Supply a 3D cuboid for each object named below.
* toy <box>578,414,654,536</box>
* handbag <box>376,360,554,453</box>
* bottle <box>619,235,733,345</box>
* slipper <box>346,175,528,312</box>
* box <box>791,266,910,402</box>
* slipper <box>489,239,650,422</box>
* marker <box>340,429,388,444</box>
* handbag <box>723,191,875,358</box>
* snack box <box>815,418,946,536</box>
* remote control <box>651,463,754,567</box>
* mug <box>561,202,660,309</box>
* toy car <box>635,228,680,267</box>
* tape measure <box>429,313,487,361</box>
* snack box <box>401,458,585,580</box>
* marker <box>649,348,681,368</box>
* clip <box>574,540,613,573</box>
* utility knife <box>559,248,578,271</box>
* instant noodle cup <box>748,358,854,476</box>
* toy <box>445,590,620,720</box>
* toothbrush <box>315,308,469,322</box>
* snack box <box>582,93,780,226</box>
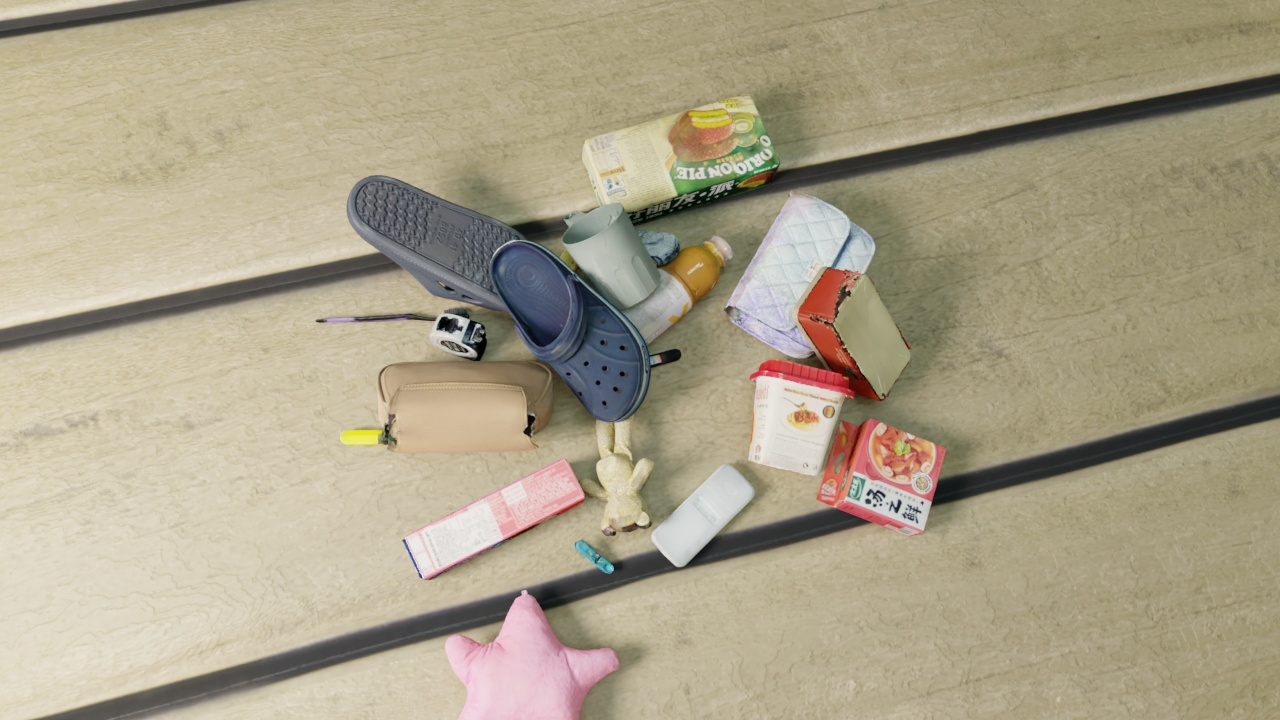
[{"bbox_3d":[-0.024,0.130,1.100,0.105,0.066,0.157,-16,69,24],"label":"toy"},{"bbox_3d":[-0.202,0.058,1.062,0.204,0.147,0.100,0,111,-4],"label":"handbag"},{"bbox_3d":[0.038,-0.088,1.158,0.189,0.068,0.068,-40,81,-14],"label":"bottle"},{"bbox_3d":[-0.239,-0.135,1.136,0.268,0.084,0.110,26,62,-23],"label":"slipper"},{"bbox_3d":[0.266,-0.031,1.109,0.091,0.079,0.168,-54,129,-16],"label":"box"},{"bbox_3d":[-0.084,-0.040,1.067,0.105,0.095,0.253,-40,85,16],"label":"slipper"},{"bbox_3d":[-0.297,0.093,1.105,0.124,0.015,0.018,0,75,-8],"label":"marker"},{"bbox_3d":[0.208,-0.109,1.176,0.134,0.076,0.193,30,73,1],"label":"handbag"},{"bbox_3d":[0.296,0.140,1.129,0.127,0.044,0.113,21,73,1],"label":"snack box"},{"bbox_3d":[0.076,0.186,1.108,0.135,0.020,0.056,-42,81,-14],"label":"remote control"},{"bbox_3d":[-0.041,-0.129,1.119,0.083,0.124,0.103,-38,117,-9],"label":"mug"},{"bbox_3d":[0.000,-0.146,1.166,0.106,0.031,0.048,11,51,32],"label":"toy car"},{"bbox_3d":[-0.222,-0.030,1.119,0.066,0.066,0.033,19,69,-2],"label":"tape measure"},{"bbox_3d":[-0.169,0.184,1.068,0.207,0.057,0.058,-25,80,-12],"label":"snack box"},{"bbox_3d":[-0.007,0.007,1.156,0.123,0.015,0.018,-15,77,-12],"label":"marker"},{"bbox_3d":[-0.055,0.232,1.083,0.055,0.038,0.013,38,76,-1],"label":"clip"},{"bbox_3d":[-0.092,-0.122,1.174,0.031,0.018,0.151,36,68,-12],"label":"utility knife"},{"bbox_3d":[0.185,0.071,1.110,0.116,0.116,0.124,13,85,-2],"label":"instant noodle cup"},{"bbox_3d":[-0.119,0.346,1.019,0.194,0.075,0.178,2,71,-8],"label":"toy"},{"bbox_3d":[-0.309,-0.055,1.146,0.189,0.014,0.016,-2,67,-5],"label":"toothbrush"},{"bbox_3d":[0.052,-0.262,1.212,0.240,0.063,0.114,-19,77,-10],"label":"snack box"}]
